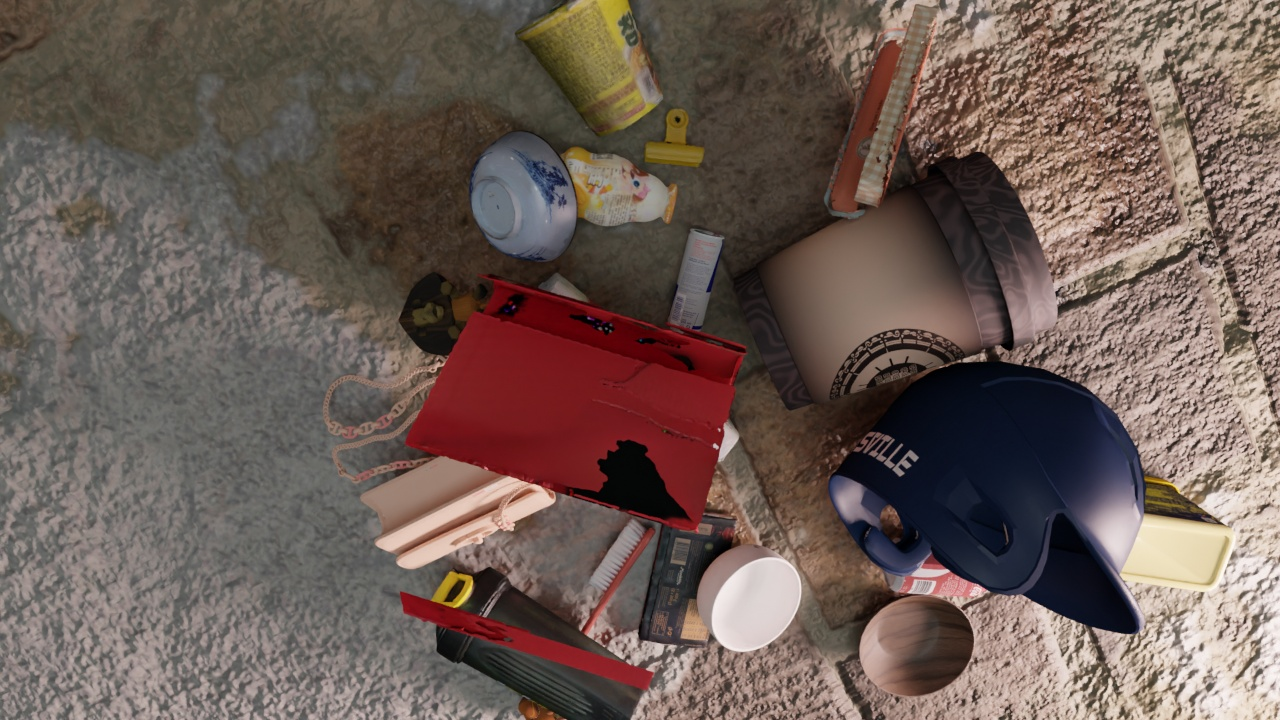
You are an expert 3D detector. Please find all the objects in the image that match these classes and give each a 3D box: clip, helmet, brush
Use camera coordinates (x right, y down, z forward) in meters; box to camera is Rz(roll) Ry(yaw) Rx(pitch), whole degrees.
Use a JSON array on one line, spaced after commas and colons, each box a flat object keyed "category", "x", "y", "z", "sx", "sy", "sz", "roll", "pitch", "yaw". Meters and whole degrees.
[{"category": "clip", "x": 0.031, "y": -0.195, "z": 0.811, "sx": 0.054, "sy": 0.045, "sz": 0.049, "roll": 6, "pitch": 130, "yaw": -2}, {"category": "helmet", "x": 0.326, "y": 0.124, "z": 0.797, "sx": 0.223, "sy": 0.232, "sz": 0.272, "roll": -37, "pitch": 86, "yaw": -10}, {"category": "brush", "x": -0.040, "y": 0.232, "z": 0.929, "sx": 0.030, "sy": 0.041, "sz": 0.172, "roll": 33, "pitch": 105, "yaw": 7}]

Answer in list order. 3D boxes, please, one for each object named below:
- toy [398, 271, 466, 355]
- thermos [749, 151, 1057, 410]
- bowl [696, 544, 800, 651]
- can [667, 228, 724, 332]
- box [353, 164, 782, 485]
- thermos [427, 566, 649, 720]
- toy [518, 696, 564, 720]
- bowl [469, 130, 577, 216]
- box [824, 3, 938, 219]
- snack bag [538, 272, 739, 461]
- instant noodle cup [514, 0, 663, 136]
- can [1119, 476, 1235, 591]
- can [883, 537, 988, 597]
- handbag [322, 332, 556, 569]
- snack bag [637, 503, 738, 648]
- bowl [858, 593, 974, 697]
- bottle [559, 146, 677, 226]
[{"category": "toy", "x": -0.167, "y": -0.044, "z": 0.827, "sx": 0.100, "sy": 0.062, "sz": 0.076, "roll": -11, "pitch": 88, "yaw": 20}, {"category": "thermos", "x": 0.209, "y": -0.057, "z": 0.789, "sx": 0.226, "sy": 0.172, "sz": 0.173, "roll": -23, "pitch": 105, "yaw": 11}, {"category": "bowl", "x": 0.102, "y": 0.230, "z": 0.911, "sx": 0.104, "sy": 0.054, "sz": 0.105, "roll": -9, "pitch": 110, "yaw": -25}, {"category": "can", "x": 0.050, "y": -0.072, "z": 0.843, "sx": 0.032, "sy": 0.032, "sz": 0.095, "roll": 12, "pitch": 105, "yaw": -5}, {"category": "box", "x": -0.031, "y": -0.016, "z": 0.633, "sx": 0.211, "sy": 0.410, "sz": 0.107, "roll": 17, "pitch": 75, "yaw": 4}, {"category": "thermos", "x": -0.103, "y": 0.282, "z": 0.890, "sx": 0.221, "sy": 0.098, "sz": 0.098, "roll": 31, "pitch": 103, "yaw": 5}, {"category": "toy", "x": -0.072, "y": 0.361, "z": 0.965, "sx": 0.103, "sy": 0.070, "sz": 0.090, "roll": 31, "pitch": 117, "yaw": -33}, {"category": "bowl", "x": -0.110, "y": -0.134, "z": 0.782, "sx": 0.114, "sy": 0.045, "sz": 0.114, "roll": 19, "pitch": 121, "yaw": 34}, {"category": "box", "x": 0.199, "y": -0.207, "z": 0.751, "sx": 0.054, "sy": 0.079, "sz": 0.186, "roll": 30, "pitch": 71, "yaw": -29}, {"category": "snack bag", "x": -0.005, "y": 0.005, "z": 0.841, "sx": 0.225, "sy": 0.077, "sz": 0.041, "roll": 42, "pitch": 95, "yaw": -12}, {"category": "instant noodle cup", "x": -0.035, "y": -0.251, "z": 0.762, "sx": 0.102, "sy": 0.102, "sz": 0.108, "roll": -30, "pitch": 114, "yaw": 6}, {"category": "can", "x": 0.475, "y": 0.161, "z": 0.885, "sx": 0.135, "sy": 0.104, "sz": 0.075, "roll": 9, "pitch": 105, "yaw": -4}, {"category": "can", "x": 0.298, "y": 0.208, "z": 0.920, "sx": 0.096, "sy": 0.054, "sz": 0.054, "roll": 5, "pitch": 106, "yaw": -3}, {"category": "handbag", "x": -0.175, "y": 0.084, "z": 0.883, "sx": 0.199, "sy": 0.117, "sz": 0.187, "roll": -26, "pitch": 64, "yaw": 0}, {"category": "snack bag", "x": 0.047, "y": 0.223, "z": 0.935, "sx": 0.074, "sy": 0.018, "sz": 0.155, "roll": 10, "pitch": 106, "yaw": -6}, {"category": "bowl", "x": 0.282, "y": 0.289, "z": 0.953, "sx": 0.119, "sy": 0.032, "sz": 0.119, "roll": 0, "pitch": 106, "yaw": -2}, {"category": "bottle", "x": -0.023, "y": -0.148, "z": 0.804, "sx": 0.109, "sy": 0.063, "sz": 0.063, "roll": 12, "pitch": 105, "yaw": -3}]
